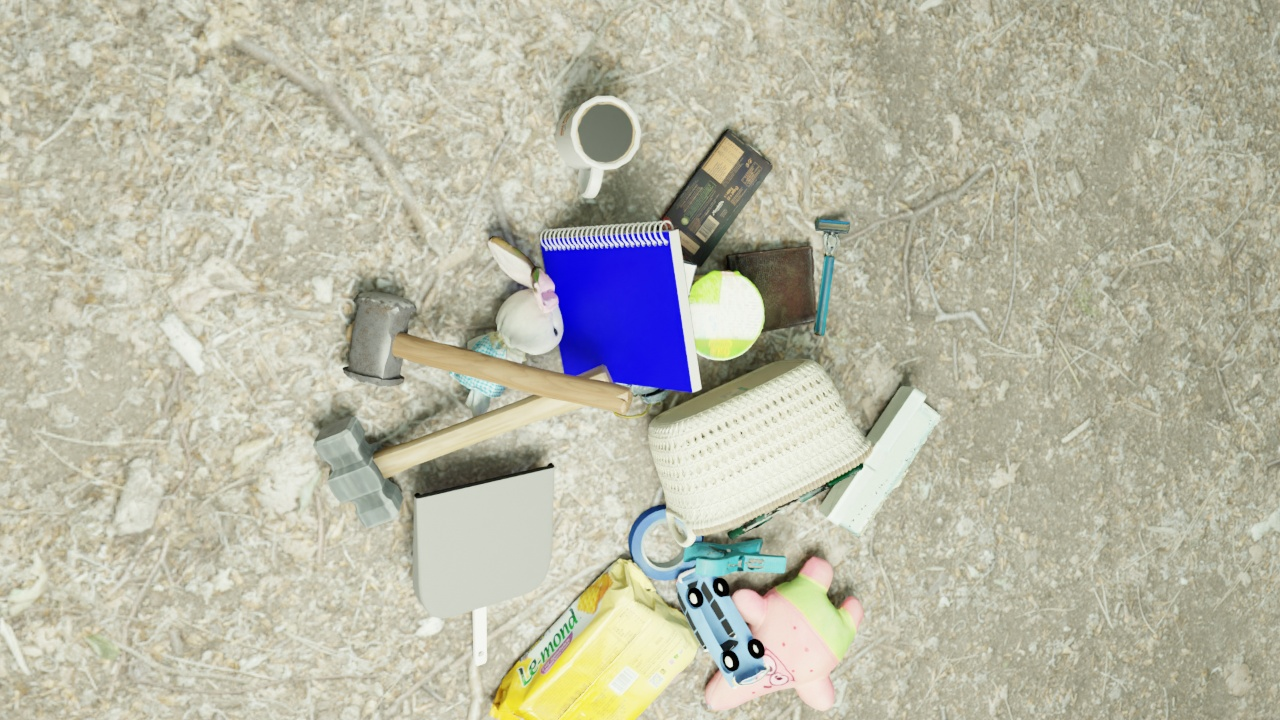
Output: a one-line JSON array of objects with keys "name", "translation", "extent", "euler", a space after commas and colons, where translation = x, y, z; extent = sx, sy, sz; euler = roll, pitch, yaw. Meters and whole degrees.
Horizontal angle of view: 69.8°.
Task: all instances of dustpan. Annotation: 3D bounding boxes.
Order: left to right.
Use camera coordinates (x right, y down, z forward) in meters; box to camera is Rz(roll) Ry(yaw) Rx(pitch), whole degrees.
[{"name": "dustpan", "translation": [-0.180, 0.246, 1.051], "extent": [0.162, 0.033, 0.258], "euler": [-10, 113, -32]}]

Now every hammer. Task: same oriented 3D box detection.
[{"name": "hammer", "translation": [-0.182, 0.076, 0.983], "extent": [0.323, 0.051, 0.117], "euler": [-20, 114, 6]}, {"name": "hammer", "translation": [-0.162, 0.006, 0.938], "extent": [0.329, 0.052, 0.098], "euler": [14, 98, 19]}]

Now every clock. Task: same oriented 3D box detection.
[{"name": "clock", "translation": [-0.006, 0.006, 1.068], "extent": [0.090, 0.052, 0.129], "euler": [3, 98, -17]}]

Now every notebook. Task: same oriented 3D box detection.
[{"name": "notebook", "translation": [-0.026, -0.059, 0.976], "extent": [0.022, 0.209, 0.172], "euler": [-20, 107, -39]}]

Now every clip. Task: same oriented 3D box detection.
[{"name": "clip", "translation": [0.119, 0.247, 1.116], "extent": [0.126, 0.113, 0.028], "euler": [5, 98, -16]}]

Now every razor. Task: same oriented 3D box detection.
[{"name": "razor", "translation": [0.230, -0.101, 1.134], "extent": [0.042, 0.022, 0.144], "euler": [9, 104, 19]}]

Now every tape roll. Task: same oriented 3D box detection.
[{"name": "tape roll", "translation": [0.031, 0.226, 1.138], "extent": [0.093, 0.016, 0.091], "euler": [21, 94, -18]}]

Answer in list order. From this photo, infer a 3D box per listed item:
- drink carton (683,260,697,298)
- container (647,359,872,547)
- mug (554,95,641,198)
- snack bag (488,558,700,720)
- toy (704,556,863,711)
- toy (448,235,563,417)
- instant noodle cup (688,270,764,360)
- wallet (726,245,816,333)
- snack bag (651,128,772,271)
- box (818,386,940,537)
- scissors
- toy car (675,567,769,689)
[{"name": "drink carton", "translation": [0.015, -0.086, 1.017], "extent": [0.040, 0.130, 0.064], "euler": [12, 95, -20]}, {"name": "container", "translation": [0.129, 0.099, 1.062], "extent": [0.246, 0.185, 0.143], "euler": [-24, 96, -13]}, {"name": "mug", "translation": [-0.050, -0.228, 0.993], "extent": [0.073, 0.089, 0.105], "euler": [7, 98, -17]}, {"name": "snack bag", "translation": [-0.047, 0.379, 1.117], "extent": [0.247, 0.068, 0.159], "euler": [-46, 109, -3]}, {"name": "toy", "translation": [0.176, 0.365, 1.167], "extent": [0.237, 0.097, 0.192], "euler": [-40, 95, 1]}, {"name": "toy", "translation": [-0.136, -0.017, 1.011], "extent": [0.105, 0.131, 0.206], "euler": [11, 110, -38]}, {"name": "instant noodle cup", "translation": [0.076, -0.057, 1.050], "extent": [0.098, 0.108, 0.099], "euler": [-3, 100, -16]}, {"name": "wallet", "translation": [0.159, -0.085, 1.108], "extent": [0.119, 0.031, 0.099], "euler": [-10, 102, -24]}, {"name": "snack bag", "translation": [0.085, -0.189, 1.076], "extent": [0.074, 0.018, 0.155], "euler": [37, 88, -19]}, {"name": "box", "translation": [0.310, 0.132, 1.173], "extent": [0.125, 0.075, 0.197], "euler": [33, 91, -38]}, {"name": "scissors", "translation": [0.166, 0.179, 1.098], "extent": [0.201, 0.205, 0.015], "euler": [-17, 74, -40]}, {"name": "toy car", "translation": [0.096, 0.325, 1.116], "extent": [0.056, 0.153, 0.055], "euler": [-11, 149, -37]}]
